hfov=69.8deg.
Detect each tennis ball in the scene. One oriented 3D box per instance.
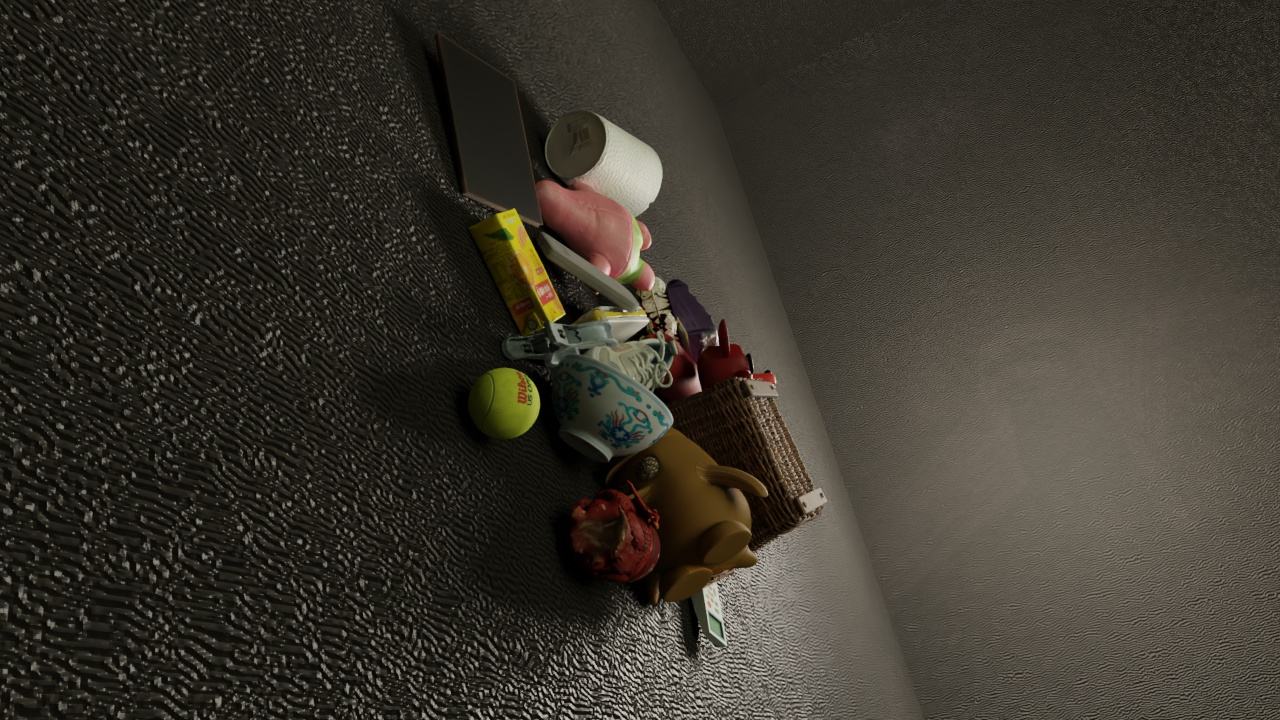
[{"bbox_3d":[-0.125,0.039,0.839,0.065,0.065,0.065,57,19,-33],"label":"tennis ball"}]

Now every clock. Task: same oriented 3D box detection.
[{"bbox_3d":[0.021,-0.068,1.443,0.155,0.065,0.114,69,6,-68],"label":"clock"}]

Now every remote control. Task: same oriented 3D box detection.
[{"bbox_3d":[0.083,0.310,1.225,0.049,0.024,0.143,48,24,-40],"label":"remote control"},{"bbox_3d":[-0.068,-0.110,1.186,0.151,0.019,0.074,32,12,-28],"label":"remote control"}]

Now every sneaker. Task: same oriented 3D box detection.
[{"bbox_3d":[-0.007,0.007,1.217,0.089,0.091,0.241,68,17,-3],"label":"sneaker"}]

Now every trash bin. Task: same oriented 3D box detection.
[{"bbox_3d":[-0.060,-0.301,1.399,0.161,0.133,0.133,20,50,-62],"label":"trash bin"}]

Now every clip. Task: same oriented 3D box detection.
[{"bbox_3d":[-0.105,-0.011,1.028,0.166,0.128,0.028,3,65,-63],"label":"clip"}]

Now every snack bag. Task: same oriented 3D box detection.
[{"bbox_3d":[0.087,-0.056,1.558,0.205,0.058,0.096,-112,-171,-57],"label":"snack bag"}]

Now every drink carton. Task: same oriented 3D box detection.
[{"bbox_3d":[-0.137,-0.098,1.025,0.134,0.043,0.058,64,19,-9],"label":"drink carton"}]

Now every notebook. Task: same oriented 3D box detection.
[{"bbox_3d":[-0.181,-0.273,1.102,0.141,0.008,0.209,15,58,-58],"label":"notebook"}]

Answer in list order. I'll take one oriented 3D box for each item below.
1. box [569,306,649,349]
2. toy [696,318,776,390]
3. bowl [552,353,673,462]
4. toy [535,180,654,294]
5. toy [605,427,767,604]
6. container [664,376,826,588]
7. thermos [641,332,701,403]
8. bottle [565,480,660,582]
[{"bbox_3d":[-0.043,-0.046,1.222,0.033,0.064,0.209,56,15,6],"label":"box"},{"bbox_3d":[0.143,0.052,1.364,0.158,0.120,0.197,97,-20,-75],"label":"toy"},{"bbox_3d":[-0.045,0.064,1.008,0.074,0.144,0.144,-59,138,-19],"label":"bowl"},{"bbox_3d":[-0.070,-0.182,1.279,0.236,0.097,0.191,27,43,-45],"label":"toy"},{"bbox_3d":[0.035,0.160,1.075,0.162,0.199,0.203,15,33,-49],"label":"toy"},{"bbox_3d":[0.114,0.145,1.207,0.162,0.183,0.250,5,58,-65],"label":"container"},{"bbox_3d":[0.066,0.037,1.444,0.240,0.073,0.073,46,27,-55],"label":"thermos"},{"bbox_3d":[-0.024,0.174,0.936,0.111,0.099,0.098,51,23,-57],"label":"bottle"}]
